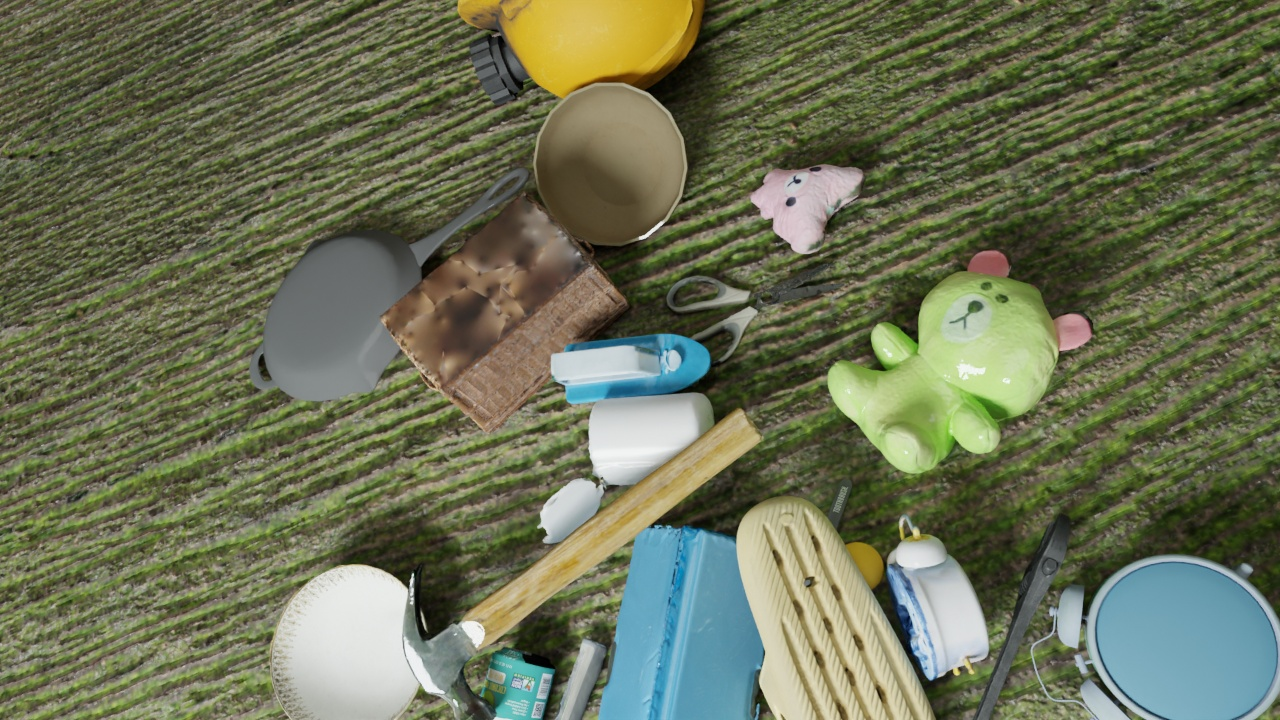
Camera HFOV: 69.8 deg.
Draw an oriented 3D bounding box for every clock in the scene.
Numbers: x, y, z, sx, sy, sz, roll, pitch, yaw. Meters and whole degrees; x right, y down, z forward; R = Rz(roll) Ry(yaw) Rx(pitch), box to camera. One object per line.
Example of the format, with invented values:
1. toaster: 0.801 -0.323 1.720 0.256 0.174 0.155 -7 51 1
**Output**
1. clock: 0.220 0.179 0.704 0.052 0.089 0.125 -17 70 1
2. clock: 0.372 0.209 0.670 0.162 0.075 0.121 -21 68 19

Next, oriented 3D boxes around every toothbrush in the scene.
1. toothbrush: 0.145 0.176 0.765 0.013 0.013 0.167 19 74 18
2. toothbrush: -0.072 0.323 0.760 0.024 0.022 0.185 26 77 -10

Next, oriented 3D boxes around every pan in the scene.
1. pan: -0.258 -0.089 0.919 0.355 0.024 0.216 -35 57 5

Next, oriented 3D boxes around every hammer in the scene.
1. hammer: -0.044 0.146 0.731 0.330 0.033 0.132 -37 88 -4

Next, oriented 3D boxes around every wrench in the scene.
1. wrench: 0.267 0.242 0.689 0.018 0.073 0.273 23 84 19

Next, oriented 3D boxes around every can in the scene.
1. can: -0.109 0.294 0.760 0.055 0.055 0.101 10 74 16

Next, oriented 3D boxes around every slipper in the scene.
1. slipper: 0.143 0.233 0.708 0.111 0.079 0.261 -17 78 -18

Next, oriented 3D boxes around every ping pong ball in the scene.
1. ping pong ball: 0.176 0.168 0.744 0.040 0.040 0.040 -4 70 12

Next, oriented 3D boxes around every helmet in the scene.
1. helmet: -0.037 -0.322 0.901 0.256 0.205 0.131 -18 94 12

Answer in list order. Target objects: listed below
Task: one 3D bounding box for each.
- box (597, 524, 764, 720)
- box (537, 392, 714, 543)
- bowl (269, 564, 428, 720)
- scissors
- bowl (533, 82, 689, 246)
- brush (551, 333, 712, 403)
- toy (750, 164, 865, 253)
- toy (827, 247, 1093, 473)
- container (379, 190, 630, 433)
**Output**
1. box: 0.032 0.257 0.753 0.112 0.094 0.231 -14 61 58
2. box: -0.012 0.093 0.786 0.147 0.084 0.136 -2 61 14
3. bowl: -0.241 0.254 0.800 0.145 0.063 0.145 -4 69 12
4. scissors: 0.102 -0.045 0.850 0.165 0.012 0.150 16 77 18
5. bowl: -0.024 -0.189 0.891 0.152 0.050 0.152 4 104 15
6. brush: -0.005 0.005 0.818 0.136 0.075 0.055 -6 79 15
7. toy: 0.148 -0.150 0.857 0.096 0.053 0.099 30 77 33
8. toy: 0.259 0.009 0.753 0.196 0.107 0.150 -29 44 -8
9. container: -0.124 -0.044 0.850 0.198 0.113 0.114 -43 68 -2
